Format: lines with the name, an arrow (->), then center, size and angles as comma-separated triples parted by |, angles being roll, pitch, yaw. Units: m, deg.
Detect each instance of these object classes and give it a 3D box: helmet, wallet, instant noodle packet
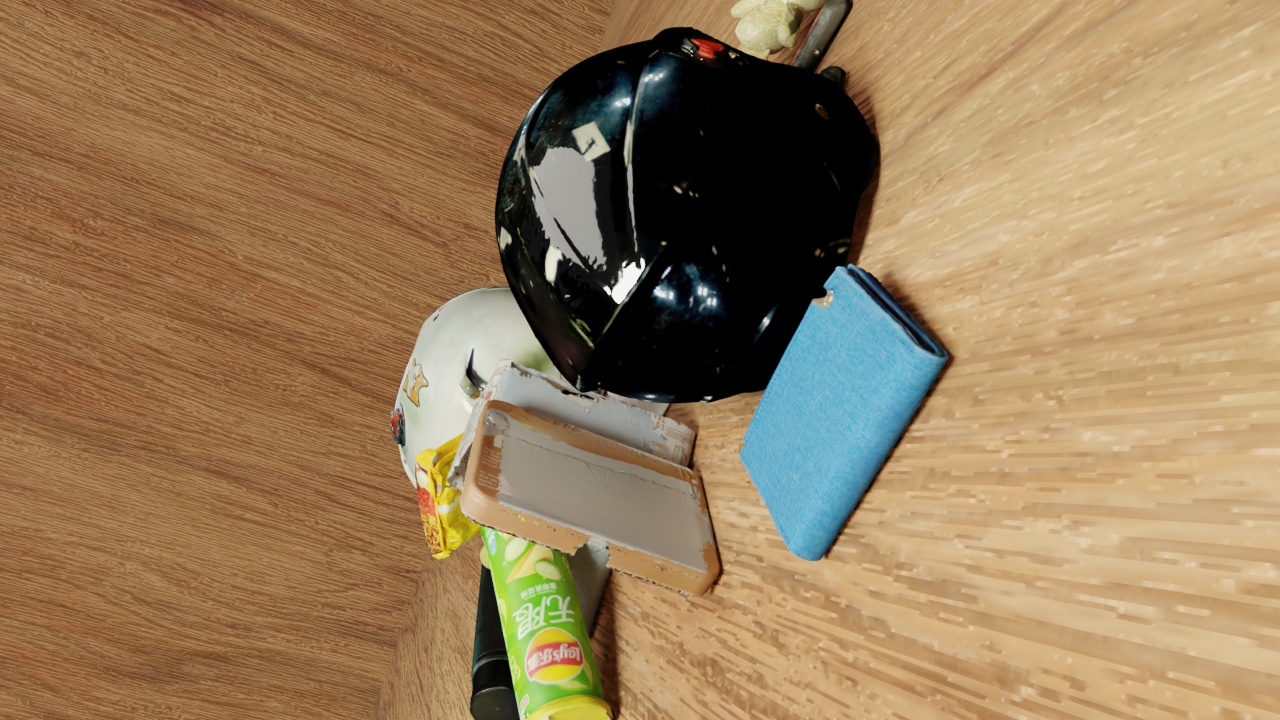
helmet -> 0.011, -0.098, 0.627 | 0.274, 0.229, 0.234 | 56, 138, 24
helmet -> -0.141, 0.062, 0.972 | 0.157, 0.230, 0.274 | -152, 74, -71
wallet -> -0.074, 0.184, 0.869 | 0.107, 0.037, 0.129 | 14, 84, 34
wallet -> 0.103, 0.026, 0.493 | 0.133, 0.040, 0.106 | -64, 23, 23
instant noodle packet -> -0.150, 0.107, 0.849 | 0.128, 0.044, 0.111 | -31, -51, -46

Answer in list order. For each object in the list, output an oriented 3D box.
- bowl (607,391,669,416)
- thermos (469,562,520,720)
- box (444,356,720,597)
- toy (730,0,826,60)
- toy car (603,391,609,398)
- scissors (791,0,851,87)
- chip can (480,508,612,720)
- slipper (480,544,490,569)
bowl -> -0.005, 0.005, 0.897 | 0.118, 0.064, 0.118 | -162, 91, -77
thermos -> -0.162, 0.321, 1.069 | 0.242, 0.068, 0.090 | -99, 20, -63
box -> -0.046, 0.084, 0.704 | 0.272, 0.179, 0.130 | -172, 103, -77
toy -> 0.117, -0.290, 0.827 | 0.157, 0.066, 0.105 | -62, 28, 26
toy car -> -0.023, 0.028, 0.996 | 0.042, 0.035, 0.091 | -87, 7, -58
scissors -> 0.121, -0.208, 0.788 | 0.224, 0.021, 0.221 | -108, 40, -70
chip can -> -0.084, 0.212, 0.769 | 0.073, 0.072, 0.221 | -62, 33, 31
slipper -> -0.108, 0.215, 0.999 | 0.091, 0.081, 0.191 | -37, 10, -30
